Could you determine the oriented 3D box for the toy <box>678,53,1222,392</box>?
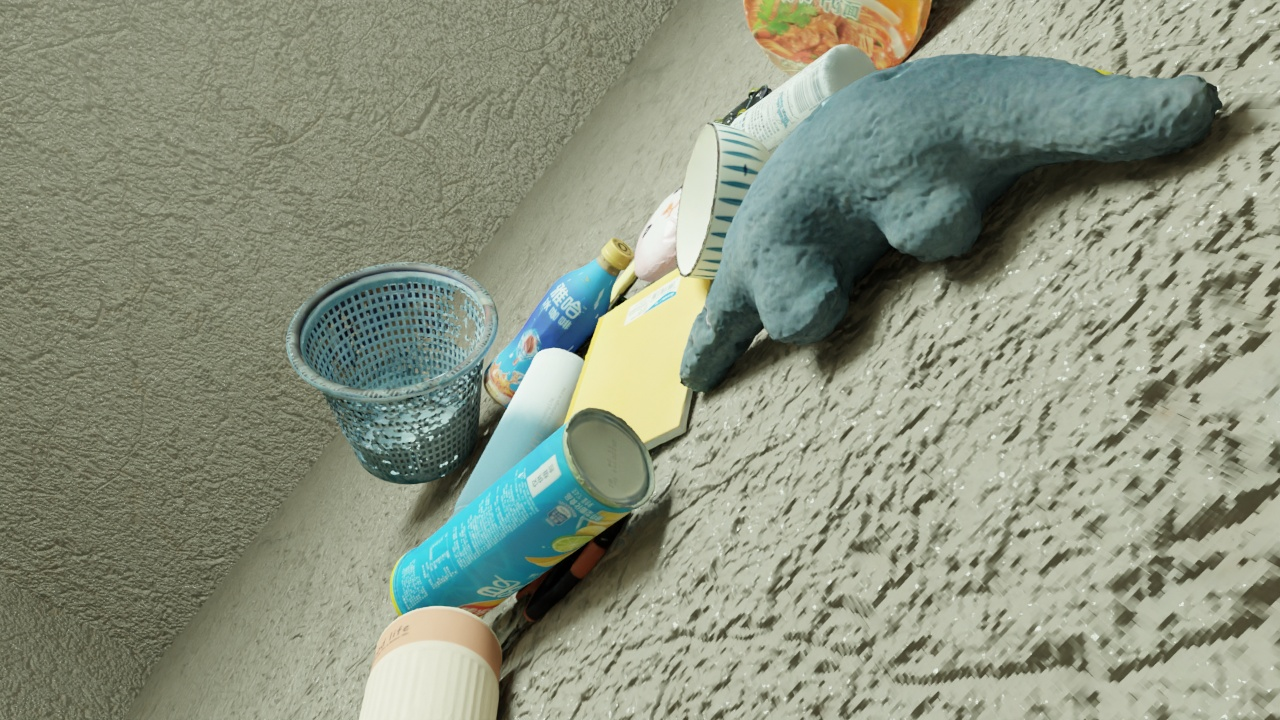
[{"bbox_3d":[0.123,-0.085,0.513,0.358,0.091,0.137,-35,52,49],"label":"toy"}]

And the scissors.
[{"bbox_3d":[-0.082,0.168,0.647,0.207,0.015,0.193,-38,23,39],"label":"scissors"}]

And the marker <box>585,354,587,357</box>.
[{"bbox_3d":[-0.009,-0.027,0.856,0.124,0.015,0.018,-34,25,40],"label":"marker"}]

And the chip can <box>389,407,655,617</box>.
[{"bbox_3d":[-0.083,0.114,0.609,0.211,0.071,0.071,-40,21,33],"label":"chip can"}]

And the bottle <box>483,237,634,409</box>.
[{"bbox_3d":[-0.082,-0.038,0.953,0.219,0.065,0.065,-48,17,25],"label":"bottle"}]

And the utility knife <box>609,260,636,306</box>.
[{"bbox_3d":[-0.003,-0.106,0.994,0.162,0.018,0.031,-55,21,-2],"label":"utility knife"}]

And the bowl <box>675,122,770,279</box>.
[{"bbox_3d":[0.072,-0.116,0.696,0.116,0.066,0.116,-174,91,-79],"label":"bowl"}]

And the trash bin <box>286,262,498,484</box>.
[{"bbox_3d":[-0.271,0.029,1.066,0.225,0.227,0.195,-69,-14,-44],"label":"trash bin"}]

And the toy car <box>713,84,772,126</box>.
[{"bbox_3d":[0.104,-0.254,0.985,0.107,0.031,0.049,-34,25,49],"label":"toy car"}]

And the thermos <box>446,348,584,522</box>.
[{"bbox_3d":[-0.103,0.087,0.783,0.070,0.070,0.219,-34,24,46],"label":"thermos"}]

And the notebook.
[{"bbox_3d":[-0.004,0.004,0.725,0.146,0.010,0.205,-30,30,35],"label":"notebook"}]

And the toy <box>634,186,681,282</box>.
[{"bbox_3d":[0.034,-0.125,0.884,0.121,0.054,0.159,-53,9,-2],"label":"toy"}]

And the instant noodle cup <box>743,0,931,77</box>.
[{"bbox_3d":[0.173,-0.317,0.754,0.152,0.151,0.111,-34,16,46],"label":"instant noodle cup"}]

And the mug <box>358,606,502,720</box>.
[{"bbox_3d":[-0.131,0.229,0.559,0.105,0.081,0.115,-102,25,-67],"label":"mug"}]

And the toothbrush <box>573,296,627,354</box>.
[{"bbox_3d":[-0.074,-0.009,0.993,0.186,0.012,0.017,-41,26,33],"label":"toothbrush"}]

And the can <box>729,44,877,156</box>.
[{"bbox_3d":[0.131,-0.203,0.764,0.058,0.058,0.147,-60,18,-23],"label":"can"}]
